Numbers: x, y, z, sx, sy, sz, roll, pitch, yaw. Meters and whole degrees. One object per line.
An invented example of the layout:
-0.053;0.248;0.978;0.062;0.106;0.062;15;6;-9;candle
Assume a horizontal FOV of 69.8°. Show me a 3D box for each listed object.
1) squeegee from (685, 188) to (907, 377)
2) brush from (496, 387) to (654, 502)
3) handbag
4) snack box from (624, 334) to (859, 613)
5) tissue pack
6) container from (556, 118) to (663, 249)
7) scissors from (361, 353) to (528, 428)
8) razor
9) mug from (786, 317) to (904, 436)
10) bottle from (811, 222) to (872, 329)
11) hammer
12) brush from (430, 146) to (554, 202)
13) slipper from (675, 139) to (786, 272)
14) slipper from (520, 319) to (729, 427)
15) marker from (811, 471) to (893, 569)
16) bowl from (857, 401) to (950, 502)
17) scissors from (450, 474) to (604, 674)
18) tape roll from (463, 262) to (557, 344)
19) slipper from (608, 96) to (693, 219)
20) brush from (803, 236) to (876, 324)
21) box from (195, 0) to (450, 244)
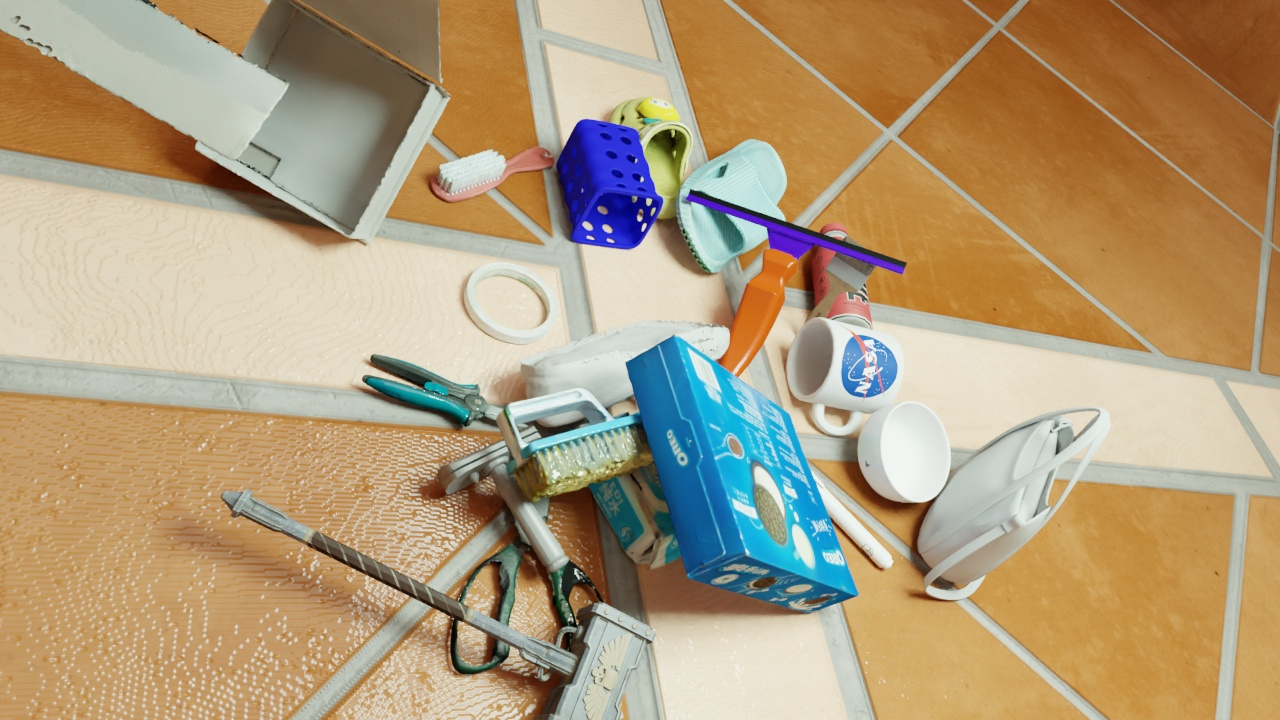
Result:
0.129;-0.061;0.983;0.250;0.055;0.184;22;78;17;squeegee
-0.043;0.060;0.745;0.135;0.056;0.075;-12;71;-36;brush
0.376;0.129;0.898;0.095;0.223;0.215;41;45;6;handbag
0.093;0.106;0.792;0.238;0.056;0.195;32;34;-52;snack box
0.008;0.106;0.814;0.092;0.062;0.144;-16;64;-37;tissue pack
-0.037;-0.196;1.015;0.084;0.085;0.113;4;52;-28;container
-0.171;0.035;0.796;0.138;0.019;0.129;-16;58;-46;scissors
-0.096;0.119;0.742;0.088;0.048;0.116;-24;73;-38;razor
0.219;0.021;0.997;0.090;0.091;0.121;12;85;-22;mug
0.241;-0.097;1.114;0.062;0.062;0.176;18;48;-17;bottle
-0.147;0.171;0.656;0.322;0.044;0.098;30;59;-11;hammer
-0.154;-0.212;0.998;0.041;0.030;0.171;48;46;11;brush
0.127;-0.203;1.111;0.116;0.070;0.275;56;42;-12;slipper
-0.005;0.005;0.881;0.246;0.075;0.112;-20;35;-42;slipper
0.203;0.156;0.918;0.133;0.020;0.017;46;42;10;marker
0.272;0.098;0.968;0.104;0.054;0.104;7;76;-31;bowl
-0.105;0.166;0.736;0.154;0.015;0.209;-6;58;-32;scissors
-0.127;-0.057;0.901;0.093;0.013;0.092;16;49;-19;tape roll
0.017;-0.257;1.099;0.091;0.082;0.190;7;54;-22;slipper
0.213;-0.071;1.018;0.045;0.143;0.008;35;43;10;brush
-0.212;-0.322;0.718;0.167;0.508;0.148;29;41;-5;box
